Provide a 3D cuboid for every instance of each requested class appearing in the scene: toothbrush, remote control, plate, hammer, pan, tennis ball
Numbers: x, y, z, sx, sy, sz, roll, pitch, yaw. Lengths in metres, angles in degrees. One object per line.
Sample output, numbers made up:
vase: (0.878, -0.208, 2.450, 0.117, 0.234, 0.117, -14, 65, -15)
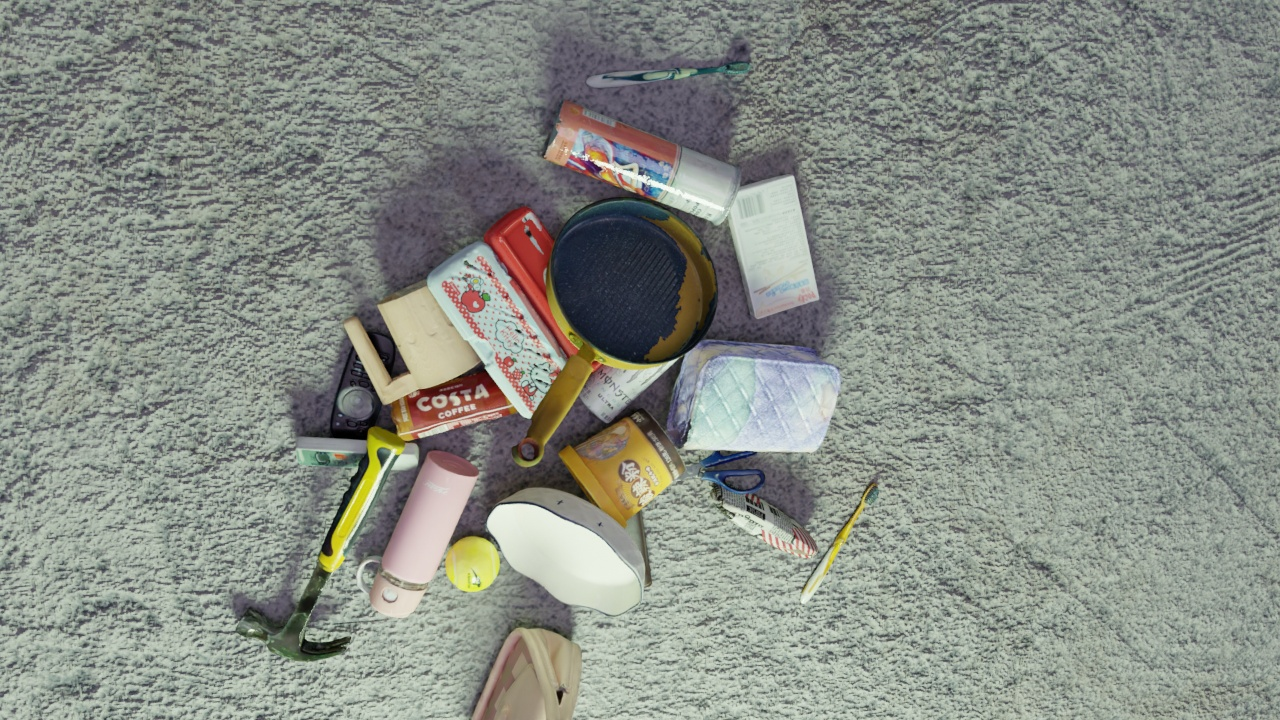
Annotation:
toothbrush: (0.034, -0.322, 1.031, 0.191, 0.018, 0.016, -8, 106, -9)
remote control: (-0.324, 0.108, 1.055, 0.135, 0.056, 0.019, 5, 63, -13)
remote control: (-0.318, 0.030, 1.051, 0.053, 0.024, 0.136, 17, 101, -18)
plate: (-0.083, 0.221, 1.076, 0.205, 0.205, 0.045, 49, 51, -18)
toothbrush: (0.266, 0.247, 1.225, 0.016, 0.018, 0.191, 28, 98, -15)
hammer: (-0.349, 0.218, 1.055, 0.126, 0.031, 0.324, 28, 107, -7)
pan: (-0.042, -0.029, 0.975, 0.197, 0.078, 0.356, 35, 65, -7)
tennis ball: (-0.203, 0.246, 1.108, 0.065, 0.065, 0.065, -3, 105, -11)

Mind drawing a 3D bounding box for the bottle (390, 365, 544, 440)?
bottle: (-0.197, 0.045, 1.061, 0.175, 0.057, 0.057, -14, 107, -8)

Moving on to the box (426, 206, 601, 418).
box: (-0.124, -0.054, 1.022, 0.160, 0.058, 0.201, -44, 110, -27)

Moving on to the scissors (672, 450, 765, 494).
scissors: (0.071, 0.129, 1.149, 0.173, 0.012, 0.132, 18, 64, 14)

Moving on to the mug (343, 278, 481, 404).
mug: (-0.251, -0.024, 1.016, 0.124, 0.084, 0.103, -27, 106, -12)

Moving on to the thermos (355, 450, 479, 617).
thermos: (-0.268, 0.203, 1.088, 0.087, 0.067, 0.199, 27, 100, 6)

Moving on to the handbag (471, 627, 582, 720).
handbag: (-0.132, 0.451, 1.087, 0.093, 0.234, 0.193, 21, 99, -17)

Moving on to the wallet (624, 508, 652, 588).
wallet: (-0.039, 0.239, 1.164, 0.096, 0.020, 0.122, -10, 104, -8)

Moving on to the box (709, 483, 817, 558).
box: (0.156, 0.208, 1.171, 0.164, 0.069, 0.052, 32, 87, -14)

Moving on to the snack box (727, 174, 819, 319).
snack box: (0.157, -0.136, 1.099, 0.084, 0.027, 0.157, -17, 107, -7)

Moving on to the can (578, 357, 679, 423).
can: (-0.006, 0.006, 1.088, 0.147, 0.058, 0.058, -43, 108, 2)

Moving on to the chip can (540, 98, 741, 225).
chip can: (0.001, -0.221, 1.023, 0.214, 0.071, 0.071, 18, 100, -14)

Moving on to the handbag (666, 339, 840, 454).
handbag: (0.137, 0.047, 1.106, 0.193, 0.075, 0.134, 5, 110, -21)

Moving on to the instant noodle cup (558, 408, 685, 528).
instant noodle cup: (-0.018, 0.126, 1.092, 0.114, 0.118, 0.118, -34, 108, -9)
